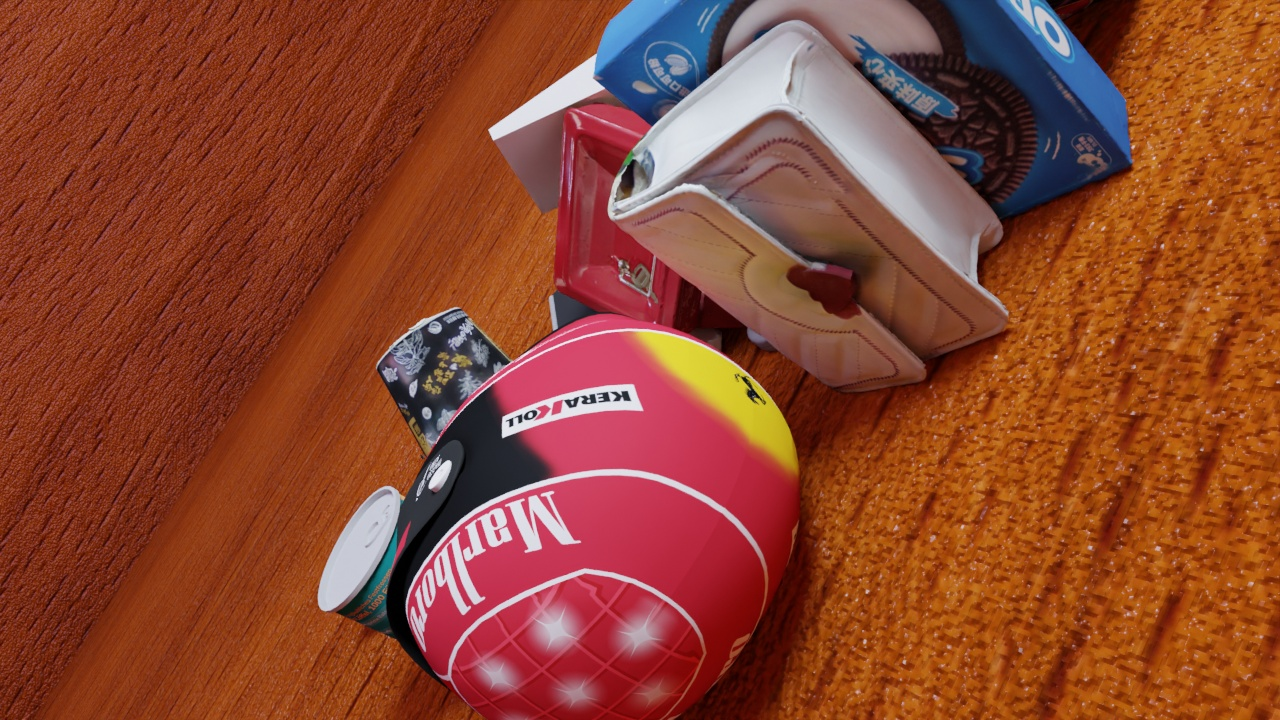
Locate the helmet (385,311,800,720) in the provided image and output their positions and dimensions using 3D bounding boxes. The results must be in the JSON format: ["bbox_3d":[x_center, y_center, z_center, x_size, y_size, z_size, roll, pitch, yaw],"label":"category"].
[{"bbox_3d":[-0.035,0.104,0.526,0.272,0.197,0.224,-41,22,25],"label":"helmet"}]

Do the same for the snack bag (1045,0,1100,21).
[{"bbox_3d":[0.239,-0.215,0.541,0.154,0.018,0.075,-23,0,-45],"label":"snack bag"}]

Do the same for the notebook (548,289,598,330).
[{"bbox_3d":[-0.034,-0.063,0.923,0.149,0.016,0.206,-45,28,18],"label":"notebook"}]

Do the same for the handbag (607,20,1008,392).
[{"bbox_3d":[0.094,-0.068,0.514,0.142,0.198,0.096,-31,37,41],"label":"handbag"}]

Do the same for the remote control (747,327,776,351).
[{"bbox_3d":[0.118,-0.076,0.682,0.074,0.019,0.150,-24,40,46],"label":"remote control"}]

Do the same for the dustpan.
[{"bbox_3d":[0.009,-0.222,0.746,0.258,0.053,0.191,-24,-8,2],"label":"dustpan"}]

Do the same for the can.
[{"bbox_3d":[-0.157,0.174,0.709,0.099,0.144,0.099,-39,30,29],"label":"can"}]

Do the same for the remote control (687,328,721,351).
[{"bbox_3d":[-0.004,0.004,0.715,0.143,0.024,0.049,-21,33,-10],"label":"remote control"}]

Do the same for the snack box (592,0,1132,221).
[{"bbox_3d":[0.122,-0.154,0.519,0.196,0.238,0.056,-24,43,46],"label":"snack box"}]

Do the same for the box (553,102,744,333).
[{"bbox_3d":[0.041,-0.114,0.701,0.147,0.155,0.158,34,132,30],"label":"box"}]

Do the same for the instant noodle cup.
[{"bbox_3d":[-0.190,0.020,0.919,0.137,0.112,0.137,-38,-3,-2],"label":"instant noodle cup"}]
